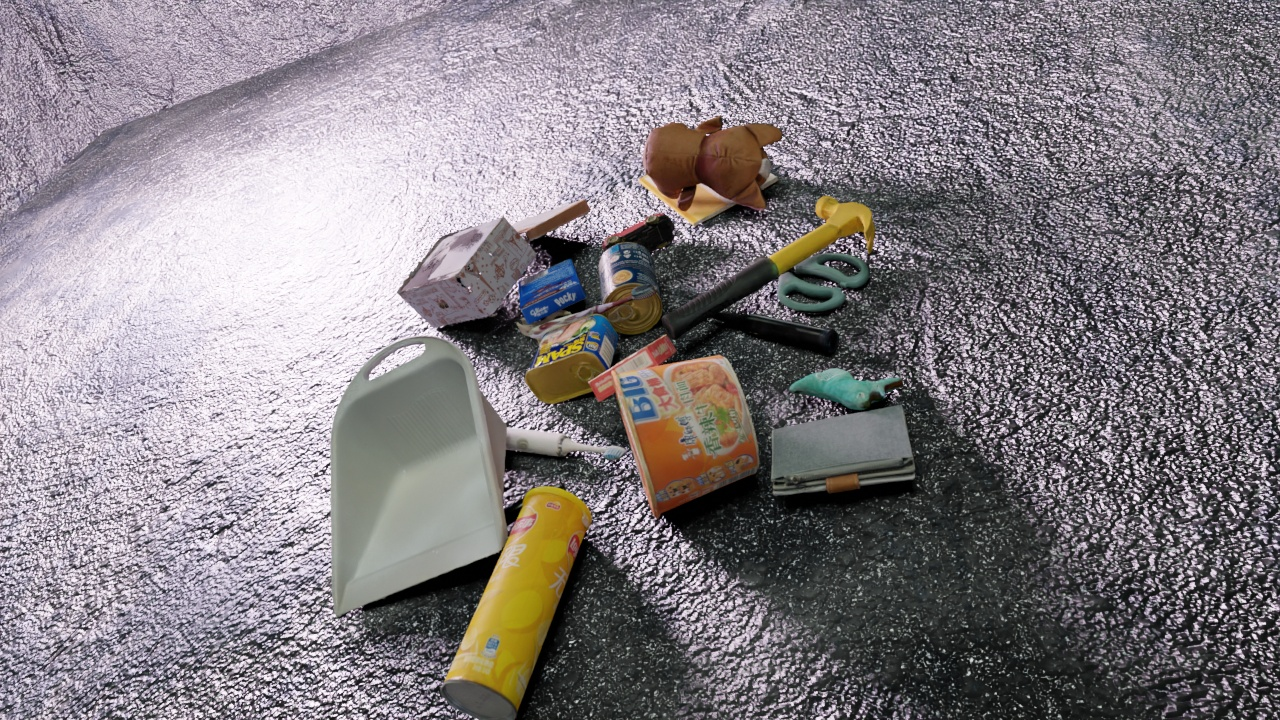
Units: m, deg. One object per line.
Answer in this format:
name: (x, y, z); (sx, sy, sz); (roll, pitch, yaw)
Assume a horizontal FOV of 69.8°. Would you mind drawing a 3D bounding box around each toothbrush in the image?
toothbrush: (-0.063, -0.060, 1.129); (0.188, 0.017, 0.016); (-18, 67, 25)
toothbrush: (-0.110, 0.094, 1.042); (0.221, 0.027, 0.026); (4, 30, 32)
toothbrush: (0.137, -0.043, 1.076); (0.213, 0.026, 0.027); (17, 61, 43)

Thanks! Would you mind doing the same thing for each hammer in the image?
hammer: (0.158, -0.112, 1.111); (0.300, 0.033, 0.129); (-31, 32, -14)

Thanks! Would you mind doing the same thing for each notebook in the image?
notebook: (0.099, -0.276, 1.404); (0.145, 0.010, 0.206); (-30, 37, -7)

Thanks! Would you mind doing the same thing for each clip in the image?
clip: (-0.132, -0.034, 1.210); (0.101, 0.035, 0.096); (-9, 37, 27)

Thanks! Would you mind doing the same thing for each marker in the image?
marker: (-0.140, 0.166, 0.975); (0.132, 0.020, 0.022); (-26, 65, -5)

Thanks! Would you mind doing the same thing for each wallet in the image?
wallet: (0.190, 0.090, 0.869); (0.130, 0.037, 0.106); (-12, 27, 16)

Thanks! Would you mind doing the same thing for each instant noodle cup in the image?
instant noodle cup: (0.045, 0.067, 0.896); (0.111, 0.151, 0.151); (-16, 36, -3)

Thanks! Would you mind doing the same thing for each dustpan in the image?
dustpan: (-0.257, 0.102, 0.994); (0.223, 0.142, 0.257); (-25, 31, 19)

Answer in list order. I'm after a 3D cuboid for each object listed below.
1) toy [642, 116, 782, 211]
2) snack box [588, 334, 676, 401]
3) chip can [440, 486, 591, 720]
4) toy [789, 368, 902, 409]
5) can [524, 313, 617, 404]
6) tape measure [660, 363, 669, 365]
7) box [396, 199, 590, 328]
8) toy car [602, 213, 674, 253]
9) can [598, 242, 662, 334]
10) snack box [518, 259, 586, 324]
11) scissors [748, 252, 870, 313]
toy: (0.105, -0.281, 1.316); (0.200, 0.140, 0.130); (10, 7, 36)
snack box: (-0.006, 0.006, 1.018); (0.075, 0.025, 0.152); (-31, 1, 12)
chip can: (-0.110, 0.219, 0.846); (0.072, 0.072, 0.212); (-4, 41, 25)
toy: (0.215, 0.029, 0.933); (0.096, 0.030, 0.092); (-16, 22, -23)
can: (-0.081, -0.003, 1.115); (0.102, 0.057, 0.083); (-19, 33, 24)
tape measure: (0.043, 0.034, 1.026); (0.066, 0.033, 0.065); (-3, 41, 29)
box: (-0.212, -0.164, 1.347); (0.179, 0.103, 0.260); (-6, 42, 48)
toy car: (-0.002, -0.171, 1.296); (0.106, 0.049, 0.031); (-28, 38, -4)
can: (-0.014, -0.096, 1.185); (0.075, 0.075, 0.111); (-18, 36, 8)
snack box: (-0.123, -0.097, 1.257); (0.084, 0.026, 0.157); (-24, 20, 0)
scissors: (0.183, -0.091, 1.119); (0.186, 0.019, 0.129); (5, 45, 36)
